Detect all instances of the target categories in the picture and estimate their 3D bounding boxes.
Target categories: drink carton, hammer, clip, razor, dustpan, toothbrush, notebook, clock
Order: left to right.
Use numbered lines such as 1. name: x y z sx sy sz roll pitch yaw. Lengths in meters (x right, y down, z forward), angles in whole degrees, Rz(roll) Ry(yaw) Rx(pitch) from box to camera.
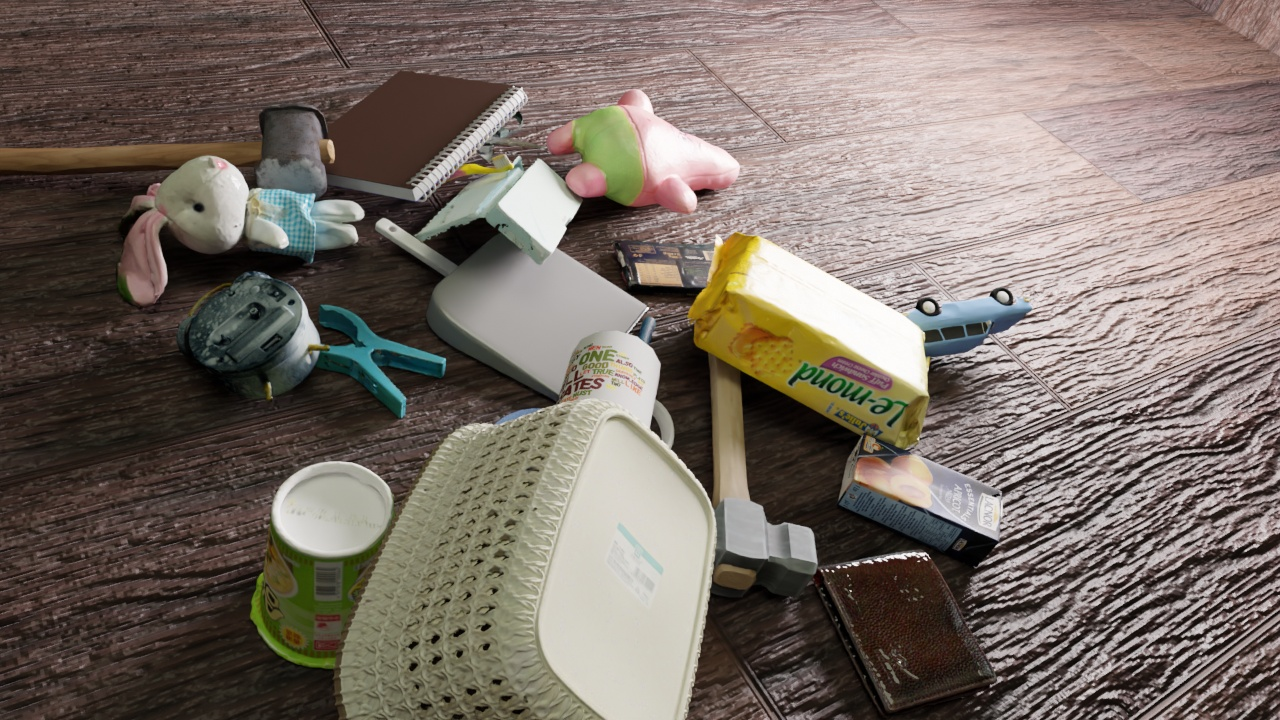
1. hammer: -0.452 -0.185 0.839 0.328 0.052 0.098 -5 51 -12
2. clock: -0.308 -0.024 0.719 0.129 0.052 0.090 33 66 24
3. clip: -0.235 0.005 0.751 0.127 0.028 0.113 34 43 15
4. notebook: -0.238 -0.239 0.952 0.172 0.022 0.208 14 47 21
5. toothbrush: -0.176 -0.189 0.919 0.136 0.016 0.021 0 39 40
6. dustpan: -0.137 -0.068 0.856 0.257 0.033 0.162 33 43 4
7. razor: -0.005 0.005 0.830 0.042 0.022 0.143 19 42 -1
8. hammer: 0.075 0.055 0.789 0.117 0.051 0.322 14 40 -9
9. drink carton: 0.238 0.119 0.781 0.130 0.040 0.064 24 44 5

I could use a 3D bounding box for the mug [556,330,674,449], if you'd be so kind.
1. mug: -0.016 0.041 0.732 0.105 0.074 0.089 37 37 -20

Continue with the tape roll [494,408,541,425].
1. tape roll: -0.079 0.078 0.732 0.093 0.016 0.091 9 44 -10

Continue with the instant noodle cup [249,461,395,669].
1. instant noodle cup: -0.194 0.124 0.580 0.099 0.108 0.098 10 43 -10

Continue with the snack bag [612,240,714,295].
1. snack bag: 0.051 -0.096 0.954 0.155 0.018 0.074 1 45 -18

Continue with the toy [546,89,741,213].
1. toy: 0.016 -0.224 1.023 0.236 0.097 0.192 -1 52 -32

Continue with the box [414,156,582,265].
1. box: -0.129 -0.144 0.887 0.126 0.075 0.197 -6 23 9

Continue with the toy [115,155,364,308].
1. toy: -0.343 -0.124 0.788 0.205 0.106 0.131 -6 51 -21

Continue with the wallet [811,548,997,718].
1. wallet: 0.198 0.200 0.693 0.099 0.031 0.119 -6 49 -20

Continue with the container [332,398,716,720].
1. container: -0.054 0.141 0.548 0.184 0.143 0.245 46 36 -26

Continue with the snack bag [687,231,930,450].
1. snack bag: 0.163 -0.026 0.850 0.247 0.068 0.159 29 36 -1

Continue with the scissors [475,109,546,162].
1. scissors: -0.202 -0.246 1.002 0.204 0.015 0.201 -3 28 -8

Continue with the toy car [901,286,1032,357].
1. toy car: 0.329 -0.036 0.947 0.153 0.056 0.054 -8 69 -12
